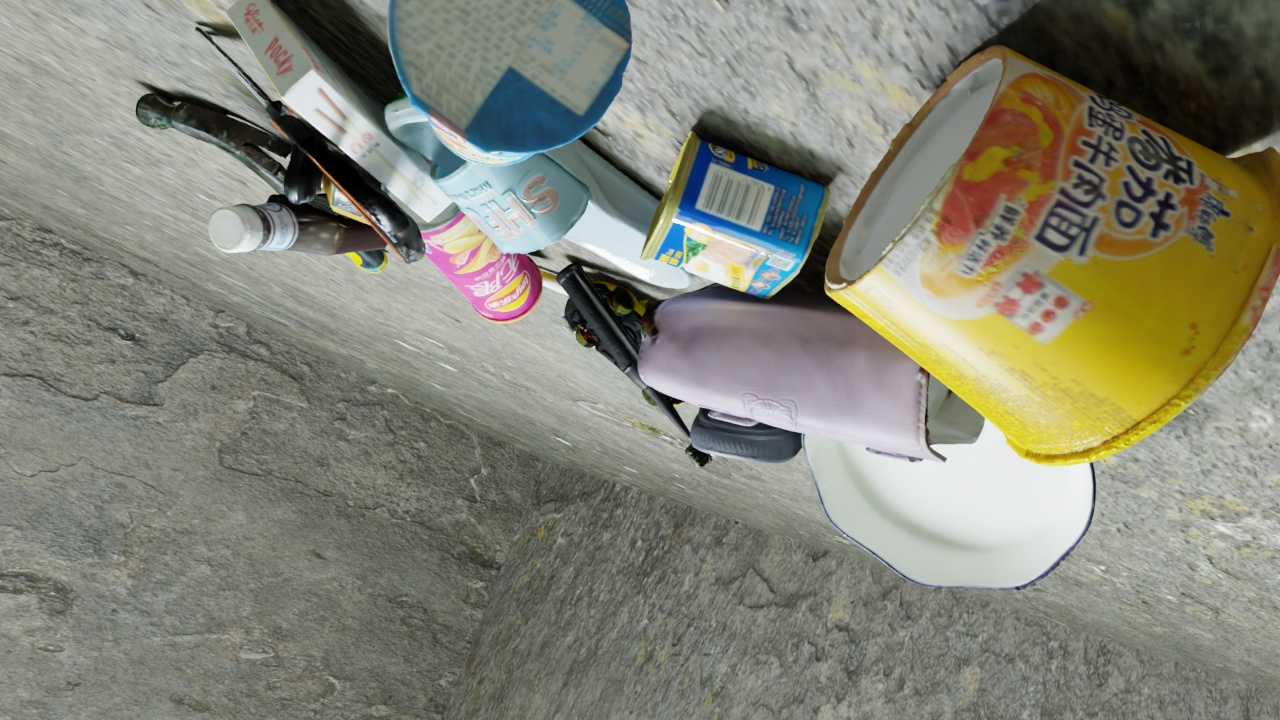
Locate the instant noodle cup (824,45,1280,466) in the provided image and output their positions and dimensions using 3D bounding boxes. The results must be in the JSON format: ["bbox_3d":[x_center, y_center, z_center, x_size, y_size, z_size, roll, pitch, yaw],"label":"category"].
[{"bbox_3d":[0.146,-0.045,0.354,0.110,0.138,0.138,32,168,-6],"label":"instant noodle cup"}]

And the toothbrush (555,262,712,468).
[{"bbox_3d":[-0.005,0.005,0.800,0.212,0.027,0.026,54,131,10],"label":"toothbrush"}]

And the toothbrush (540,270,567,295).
[{"bbox_3d":[-0.122,-0.092,0.879,0.191,0.016,0.018,21,160,3],"label":"toothbrush"}]

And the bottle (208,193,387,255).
[{"bbox_3d":[-0.290,-0.117,0.791,0.080,0.044,0.194,24,-164,10],"label":"bottle"}]

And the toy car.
[{"bbox_3d":[-0.001,-0.017,0.860,0.156,0.041,0.071,39,126,-11],"label":"toy car"}]

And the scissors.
[{"bbox_3d":[-0.218,-0.152,0.575,0.235,0.021,0.142,47,171,-5],"label":"scissors"}]

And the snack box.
[{"bbox_3d":[-0.182,-0.154,0.575,0.084,0.027,0.157,52,-177,25],"label":"snack box"}]

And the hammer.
[{"bbox_3d":[-0.341,-0.159,0.919,0.126,0.032,0.323,18,168,18],"label":"hammer"}]

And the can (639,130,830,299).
[{"bbox_3d":[0.052,-0.079,0.529,0.083,0.057,0.102,19,169,-4],"label":"can"}]

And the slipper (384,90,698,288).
[{"bbox_3d":[-0.061,-0.098,0.600,0.245,0.074,0.104,28,168,-34],"label":"slipper"}]

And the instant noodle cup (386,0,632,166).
[{"bbox_3d":[-0.064,-0.133,0.418,0.099,0.099,0.110,24,177,-13],"label":"instant noodle cup"}]

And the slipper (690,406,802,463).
[{"bbox_3d":[0.111,0.025,0.819,0.111,0.083,0.267,8,-170,13],"label":"slipper"}]

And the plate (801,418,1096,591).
[{"bbox_3d":[0.226,0.075,0.680,0.205,0.205,0.045,16,-149,26],"label":"plate"}]

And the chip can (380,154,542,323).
[{"bbox_3d":[-0.138,-0.096,0.752,0.071,0.071,0.210,19,168,12],"label":"chip can"}]

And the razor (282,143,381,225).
[{"bbox_3d":[-0.224,-0.133,0.784,0.167,0.062,0.068,22,152,-38],"label":"razor"}]

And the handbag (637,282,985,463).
[{"bbox_3d":[0.115,0.003,0.599,0.197,0.098,0.144,12,-172,34],"label":"handbag"}]
